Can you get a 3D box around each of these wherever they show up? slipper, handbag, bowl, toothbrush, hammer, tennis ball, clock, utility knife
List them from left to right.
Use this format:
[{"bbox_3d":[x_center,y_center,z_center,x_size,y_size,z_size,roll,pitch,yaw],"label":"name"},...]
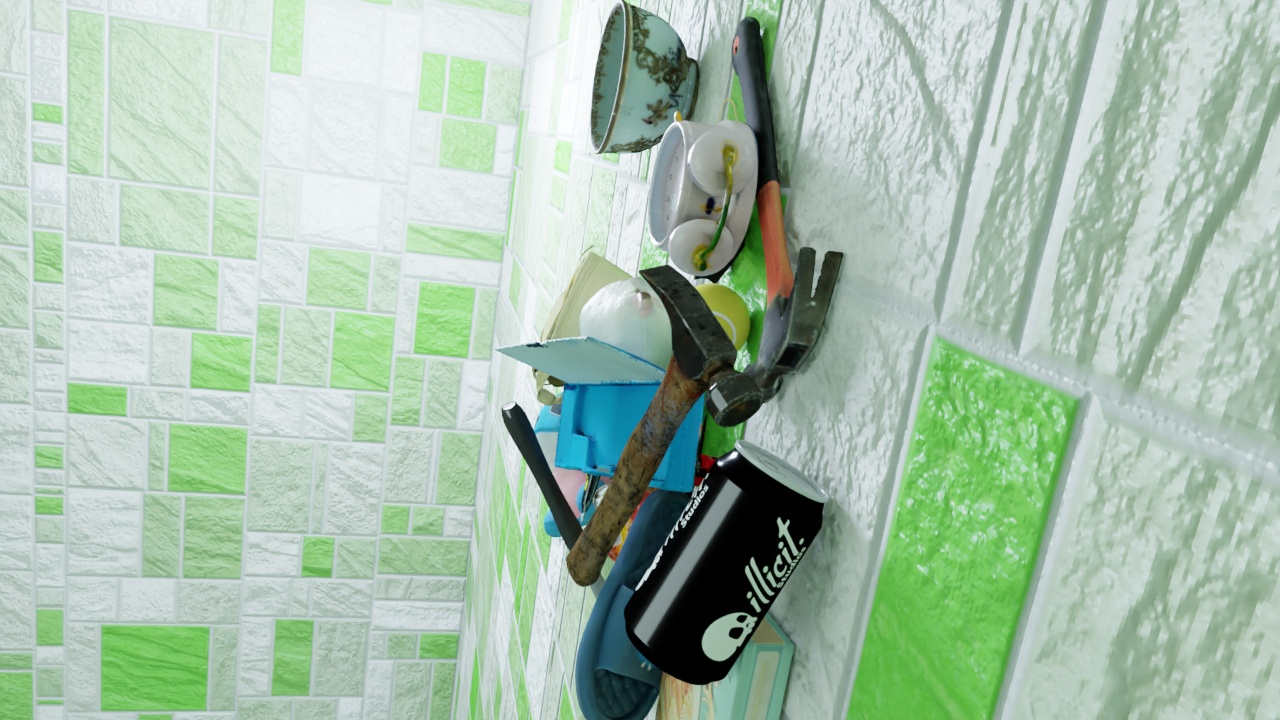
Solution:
[{"bbox_3d":[-0.068,0.181,0.939,0.311,0.029,0.125,66,169,-16],"label":"hammer"},{"bbox_3d":[-0.081,-0.042,1.136,0.191,0.088,0.233,-56,9,1],"label":"handbag"},{"bbox_3d":[-0.047,0.110,1.099,0.029,0.020,0.174,155,131,-79],"label":"utility knife"},{"bbox_3d":[-0.008,0.076,0.686,0.120,0.033,0.331,62,147,28],"label":"hammer"},{"bbox_3d":[0.008,-0.294,0.980,0.160,0.094,0.160,-175,91,-76],"label":"bowl"},{"bbox_3d":[0.011,0.213,0.784,0.059,0.104,0.213,-1,58,40],"label":"slipper"},{"bbox_3d":[0.049,0.092,0.851,0.017,0.014,0.188,-111,29,-75],"label":"toothbrush"},{"bbox_3d":[0.050,-0.129,0.721,0.157,0.058,0.117,-113,32,-63],"label":"clock"},{"bbox_3d":[0.058,-0.031,0.755,0.065,0.065,0.065,-176,91,-76],"label":"tennis ball"},{"bbox_3d":[0.075,-0.162,0.833,0.084,0.027,0.177,127,151,-61],"label":"handbag"},{"bbox_3d":[0.097,-0.142,0.718,0.133,0.033,0.332,114,157,-56],"label":"hammer"}]

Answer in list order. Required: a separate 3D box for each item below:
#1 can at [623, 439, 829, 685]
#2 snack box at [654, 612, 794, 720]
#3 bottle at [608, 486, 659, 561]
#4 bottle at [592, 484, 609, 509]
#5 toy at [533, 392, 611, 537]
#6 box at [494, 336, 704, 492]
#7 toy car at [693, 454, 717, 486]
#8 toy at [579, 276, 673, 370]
[{"bbox_3d":[0.055,0.132,0.601,0.146,0.080,0.080,-59,19,7],"label":"can"},{"bbox_3d":[0.056,0.267,0.701,0.141,0.044,0.194,-137,55,-70],"label":"snack box"},{"bbox_3d":[0.001,0.163,0.939,0.134,0.048,0.071,119,152,-57],"label":"bottle"},{"bbox_3d":[-0.028,0.164,1.064,0.110,0.042,0.042,155,120,-75],"label":"bottle"},{"bbox_3d":[-0.082,0.120,1.191,0.225,0.098,0.191,-48,44,51],"label":"toy"},{"bbox_3d":[-0.051,0.045,0.815,0.244,0.113,0.114,-3,79,64],"label":"box"},{"bbox_3d":[0.057,0.093,0.769,0.090,0.038,0.025,130,145,-66],"label":"toy car"},{"bbox_3d":[-0.006,0.005,0.940,0.139,0.101,0.179,-129,30,-78],"label":"toy"}]
